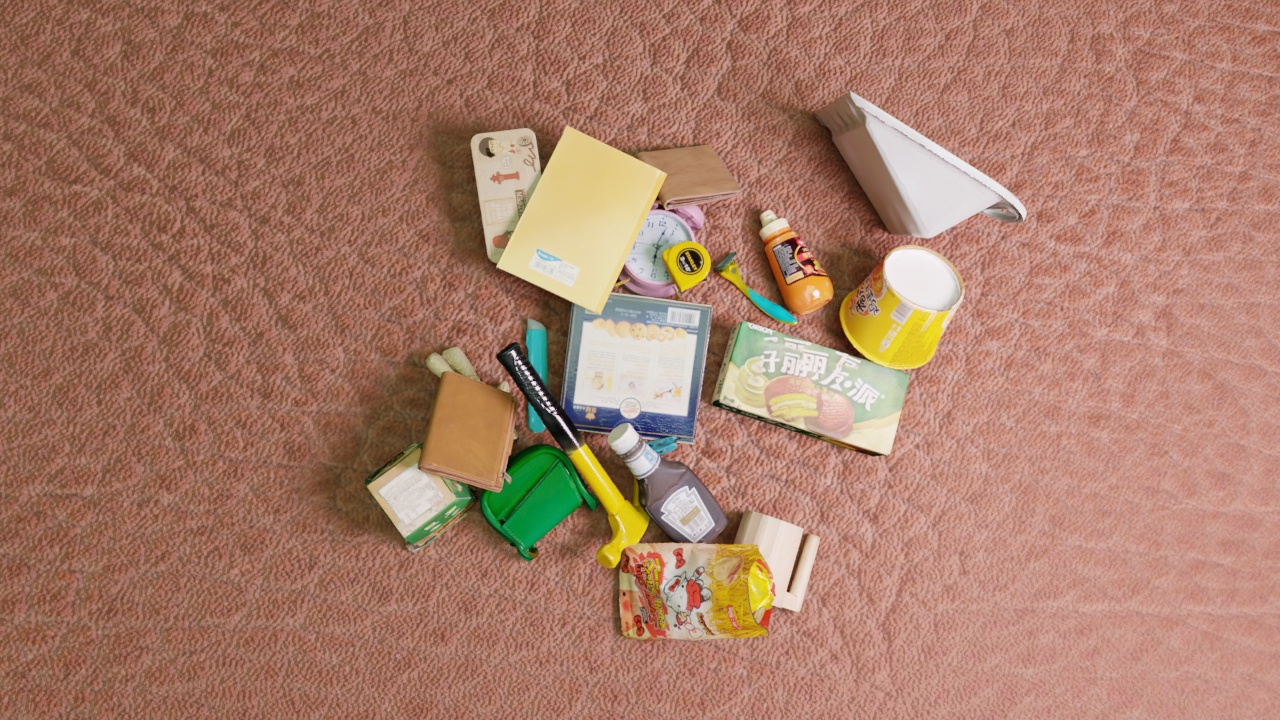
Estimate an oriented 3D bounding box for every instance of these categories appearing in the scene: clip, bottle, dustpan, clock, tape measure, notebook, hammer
[{"bbox_3d":[0.022,0.112,1.174,0.057,0.014,0.047,-21,41,19],"label":"clip"},{"bbox_3d":[0.030,0.158,1.157,0.080,0.044,0.195,-42,112,-7],"label":"bottle"},{"bbox_3d":[0.367,-0.255,1.182,0.143,0.222,0.258,-30,98,5],"label":"dustpan"},{"bbox_3d":[0.023,-0.163,1.219,0.117,0.060,0.158,10,82,-4],"label":"clock"},{"bbox_3d":[0.201,-0.136,1.232,0.066,0.067,0.149,-25,79,-7],"label":"bottle"},{"bbox_3d":[0.060,-0.123,1.174,0.057,0.029,0.060,-28,88,-7],"label":"tape measure"},{"bbox_3d":[-0.073,-0.179,1.164,0.146,0.010,0.206,25,82,-1],"label":"notebook"},{"bbox_3d":[-0.081,0.106,1.131,0.301,0.033,0.128,57,47,-18],"label":"hammer"}]

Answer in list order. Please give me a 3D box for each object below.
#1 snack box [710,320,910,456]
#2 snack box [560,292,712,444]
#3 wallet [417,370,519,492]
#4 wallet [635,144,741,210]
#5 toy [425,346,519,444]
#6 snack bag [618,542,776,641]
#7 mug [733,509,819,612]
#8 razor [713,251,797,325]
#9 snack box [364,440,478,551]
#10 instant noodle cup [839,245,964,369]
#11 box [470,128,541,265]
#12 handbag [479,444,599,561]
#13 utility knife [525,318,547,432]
[{"bbox_3d":[0.223,0.039,1.210,0.240,0.063,0.114,18,81,-2],"label":"snack box"},{"bbox_3d":[-0.007,0.007,1.190,0.178,0.046,0.182,7,95,-3],"label":"snack box"},{"bbox_3d":[-0.199,0.088,1.115,0.119,0.035,0.130,23,55,-23],"label":"wallet"},{"bbox_3d":[0.063,-0.247,1.220,0.115,0.020,0.101,-12,55,-21],"label":"wallet"},{"bbox_3d":[-0.219,0.051,1.182,0.104,0.066,0.157,-27,80,-49],"label":"toy"},{"bbox_3d":[0.061,0.285,1.131,0.208,0.073,0.128,-10,84,33],"label":"snack bag"},{"bbox_3d":[0.172,0.259,1.181,0.124,0.084,0.103,23,80,-26],"label":"mug"},{"bbox_3d":[0.158,-0.090,1.237,0.132,0.028,0.043,41,51,3],"label":"razor"},{"bbox_3d":[-0.278,0.163,1.138,0.117,0.106,0.118,-37,86,-7],"label":"snack box"},{"bbox_3d":[0.342,-0.075,1.184,0.138,0.110,0.137,6,55,-9],"label":"instant noodle cup"},{"bbox_3d":[-0.170,-0.211,1.207,0.091,0.080,0.168,-9,91,-6],"label":"box"},{"bbox_3d":[-0.134,0.177,1.172,0.131,0.068,0.120,-38,96,-9],"label":"handbag"},{"bbox_3d":[-0.137,0.020,1.212,0.029,0.013,0.151,0,86,-2],"label":"utility knife"}]
